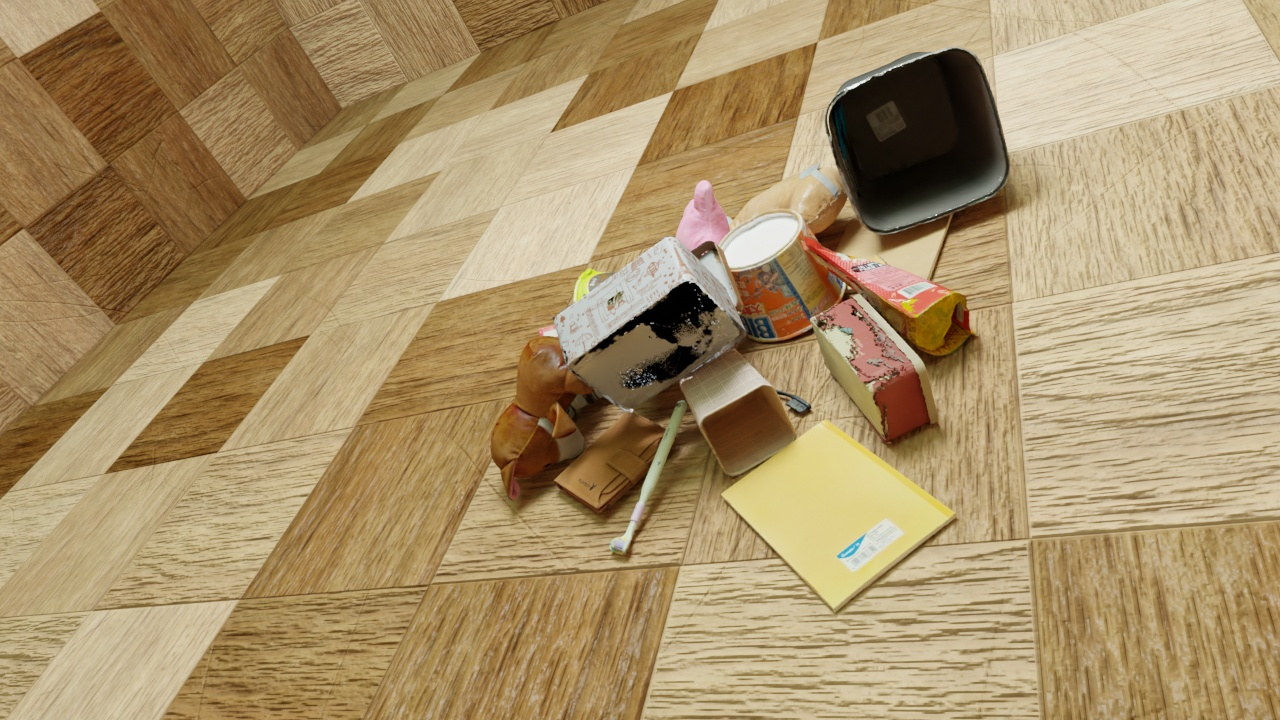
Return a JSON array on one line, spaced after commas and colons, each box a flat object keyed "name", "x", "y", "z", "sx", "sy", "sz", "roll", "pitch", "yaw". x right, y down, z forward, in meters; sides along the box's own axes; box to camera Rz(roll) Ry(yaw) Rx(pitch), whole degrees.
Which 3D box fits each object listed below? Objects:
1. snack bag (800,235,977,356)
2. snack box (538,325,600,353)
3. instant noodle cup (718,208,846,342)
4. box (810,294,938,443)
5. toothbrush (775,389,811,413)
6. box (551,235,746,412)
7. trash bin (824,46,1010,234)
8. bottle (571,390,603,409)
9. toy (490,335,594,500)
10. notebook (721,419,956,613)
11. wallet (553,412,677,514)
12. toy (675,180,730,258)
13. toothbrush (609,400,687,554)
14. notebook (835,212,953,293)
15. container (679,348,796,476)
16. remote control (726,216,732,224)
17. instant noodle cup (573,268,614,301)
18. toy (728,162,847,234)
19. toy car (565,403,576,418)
[{"name": "snack bag", "x": 0.285, "y": -0.086, "z": 1.056, "sx": 0.208, "sy": 0.128, "sz": 0.073, "roll": 50, "pitch": 125, "yaw": 51}, {"name": "snack box", "x": -0.088, "y": -0.020, "z": 1.229, "sx": 0.075, "sy": 0.153, "sz": 0.025, "roll": -14, "pitch": 76, "yaw": 0}, {"name": "instant noodle cup", "x": 0.171, "y": -0.114, "z": 1.171, "sx": 0.151, "sy": 0.111, "sz": 0.151, "roll": -24, "pitch": 32, "yaw": 16}, {"name": "box", "x": 0.238, "y": 0.008, "z": 0.977, "sx": 0.077, "sy": 0.091, "sz": 0.168, "roll": -25, "pitch": 32, "yaw": 1}, {"name": "toothbrush", "x": 0.136, "y": 0.031, "z": 1.100, "sx": 0.016, "sy": 0.014, "sz": 0.189, "roll": -50, "pitch": 36, "yaw": -11}, {"name": "box", "x": 0.005, "y": -0.069, "z": 1.060, "sx": 0.181, "sy": 0.158, "sz": 0.205, "roll": -34, "pitch": 42, "yaw": 19}, {"name": "trash bin", "x": 0.352, "y": -0.307, "z": 1.223, "sx": 0.199, "sy": 0.199, "sz": 0.219, "roll": -19, "pitch": 20, "yaw": 15}, {"name": "bottle", "x": -0.007, "y": 0.007, "z": 1.211, "sx": 0.195, "sy": 0.044, "sz": 0.079, "roll": -27, "pitch": 50, "yaw": 7}, {"name": "toy", "x": -0.119, "y": 0.070, "z": 1.138, "sx": 0.200, "sy": 0.130, "sz": 0.140, "roll": -58, "pitch": 11, "yaw": 11}, {"name": "notebook", "x": 0.186, "y": 0.143, "z": 0.906, "sx": 0.145, "sy": 0.010, "sz": 0.206, "roll": -35, "pitch": 32, "yaw": -9}, {"name": "wallet", "x": -0.029, "y": 0.120, "z": 1.092, "sx": 0.131, "sy": 0.031, "sz": 0.108, "roll": -43, "pitch": 33, "yaw": -18}, {"name": "toy", "x": 0.088, "y": -0.147, "z": 1.278, "sx": 0.074, "sy": 0.178, "sz": 0.194, "roll": -5, "pitch": -3, "yaw": -3}, {"name": "toothbrush", "x": 0.013, "y": 0.126, "z": 1.017, "sx": 0.029, "sy": 0.020, "sz": 0.189, "roll": -5, "pitch": 53, "yaw": 51}, {"name": "notebook", "x": 0.330, "y": -0.159, "z": 1.214, "sx": 0.150, "sy": 0.012, "sz": 0.210, "roll": -4, "pitch": 40, "yaw": 37}, {"name": "container", "x": 0.104, "y": 0.053, "z": 1.027, "sx": 0.090, "sy": 0.090, "sz": 0.111, "roll": -30, "pitch": 29, "yaw": 1}, {"name": "remote control", "x": 0.082, "y": -0.168, "z": 1.404, "sx": 0.150, "sy": 0.021, "sz": 0.058, "roll": -32, "pitch": 28, "yaw": 7}, {"name": "instant noodle cup", "x": -0.015, "y": -0.079, "z": 1.295, "sx": 0.124, "sy": 0.112, "sz": 0.111, "roll": -3, "pitch": 40, "yaw": 23}, {"name": "toy", "x": 0.194, "y": -0.209, "z": 1.299, "sx": 0.227, "sy": 0.082, "sz": 0.143, "roll": -11, "pitch": 25, "yaw": 51}, {"name": "toy car", "x": -0.116, "y": 0.057, "z": 1.244, "sx": 0.042, "sy": 0.035, "sz": 0.090, "roll": -30, "pitch": 34, "yaw": 1}]
